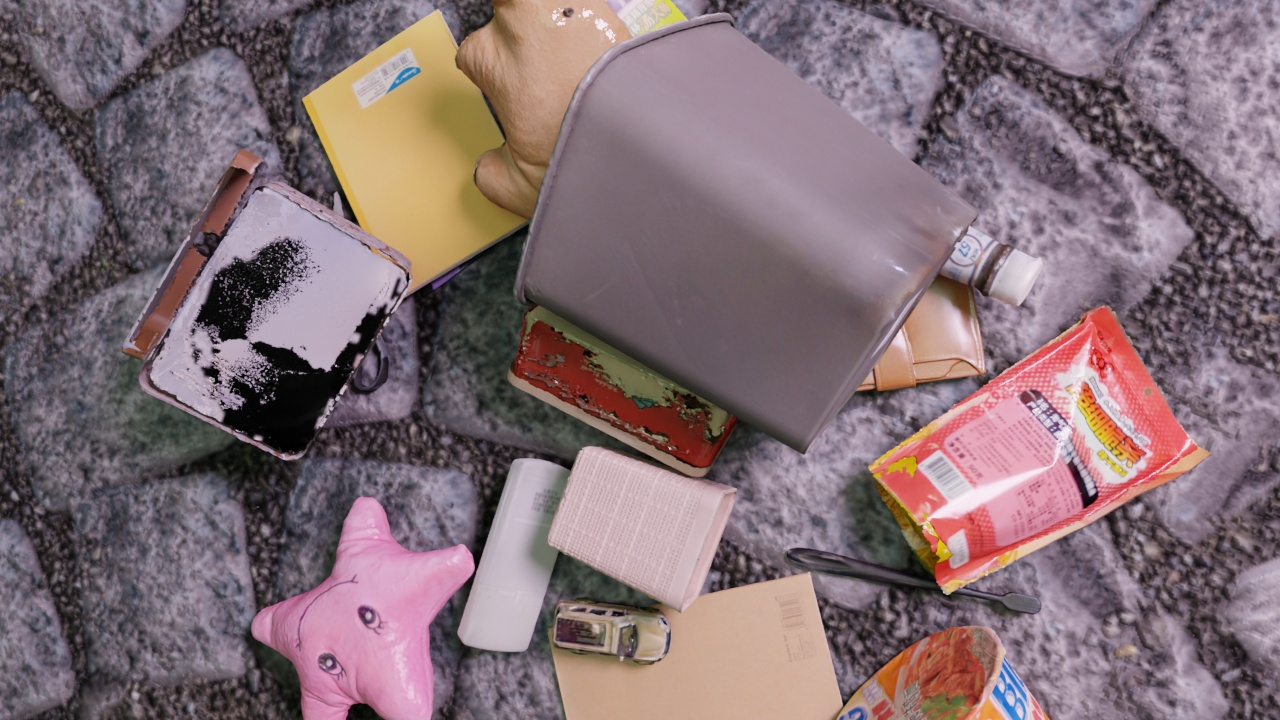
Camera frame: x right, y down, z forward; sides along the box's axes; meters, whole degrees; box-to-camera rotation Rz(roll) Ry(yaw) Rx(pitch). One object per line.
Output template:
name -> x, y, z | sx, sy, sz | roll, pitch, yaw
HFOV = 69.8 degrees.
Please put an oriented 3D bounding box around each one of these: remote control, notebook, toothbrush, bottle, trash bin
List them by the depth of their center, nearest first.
trash bin -> 0.072, -0.079, 0.596 | 0.220, 0.198, 0.200 | 35, 130, 13
bottle -> 0.188, -0.097, 0.661 | 0.195, 0.044, 0.080 | 32, 84, 23
toothbrush -> 0.198, 0.161, 0.676 | 0.181, 0.018, 0.015 | 9, 88, 13
notebook -> 0.044, 0.256, 0.697 | 0.212, 0.012, 0.149 | -14, 82, 9
remote control -> -0.094, 0.150, 0.711 | 0.058, 0.021, 0.150 | 19, 88, -33
toothbrush -> -0.108, -0.110, 0.750 | 0.189, 0.016, 0.014 | -36, 71, 7
notebook -> -0.185, -0.172, 0.763 | 0.146, 0.010, 0.206 | -30, 78, 9

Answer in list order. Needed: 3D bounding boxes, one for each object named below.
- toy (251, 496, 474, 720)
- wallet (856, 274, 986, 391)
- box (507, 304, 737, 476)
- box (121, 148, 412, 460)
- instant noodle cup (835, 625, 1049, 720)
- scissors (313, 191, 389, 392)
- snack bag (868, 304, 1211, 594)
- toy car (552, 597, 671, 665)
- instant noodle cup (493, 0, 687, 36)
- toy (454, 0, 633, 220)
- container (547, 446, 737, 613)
toy -> -0.204, 0.207, 0.709 | 0.195, 0.074, 0.178 | -46, 67, 5
wallet -> 0.182, -0.031, 0.686 | 0.132, 0.031, 0.107 | -8, 83, 11
box -> -0.004, 0.004, 0.673 | 0.168, 0.091, 0.077 | 26, 123, 11
box -> -0.294, -0.048, 0.737 | 0.158, 0.205, 0.181 | 30, 91, -25
instant noodle cup -> 0.211, 0.267, 0.604 | 0.151, 0.151, 0.111 | -42, 88, 4
scissors -> -0.246, -0.052, 0.773 | 0.163, 0.014, 0.165 | -45, 78, 2
snack bag -> 0.276, 0.067, 0.647 | 0.208, 0.073, 0.128 | -32, 85, 1
toy car -> -0.022, 0.205, 0.693 | 0.090, 0.035, 0.042 | 5, 85, 9
instant noodle cup -> -0.031, -0.265, 0.707 | 0.123, 0.111, 0.112 | 43, 93, 2
toy -> -0.063, -0.203, 0.652 | 0.143, 0.082, 0.226 | -2, 123, 5
container -> 0.001, 0.117, 0.678 | 0.111, 0.090, 0.090 | 20, 89, 14
